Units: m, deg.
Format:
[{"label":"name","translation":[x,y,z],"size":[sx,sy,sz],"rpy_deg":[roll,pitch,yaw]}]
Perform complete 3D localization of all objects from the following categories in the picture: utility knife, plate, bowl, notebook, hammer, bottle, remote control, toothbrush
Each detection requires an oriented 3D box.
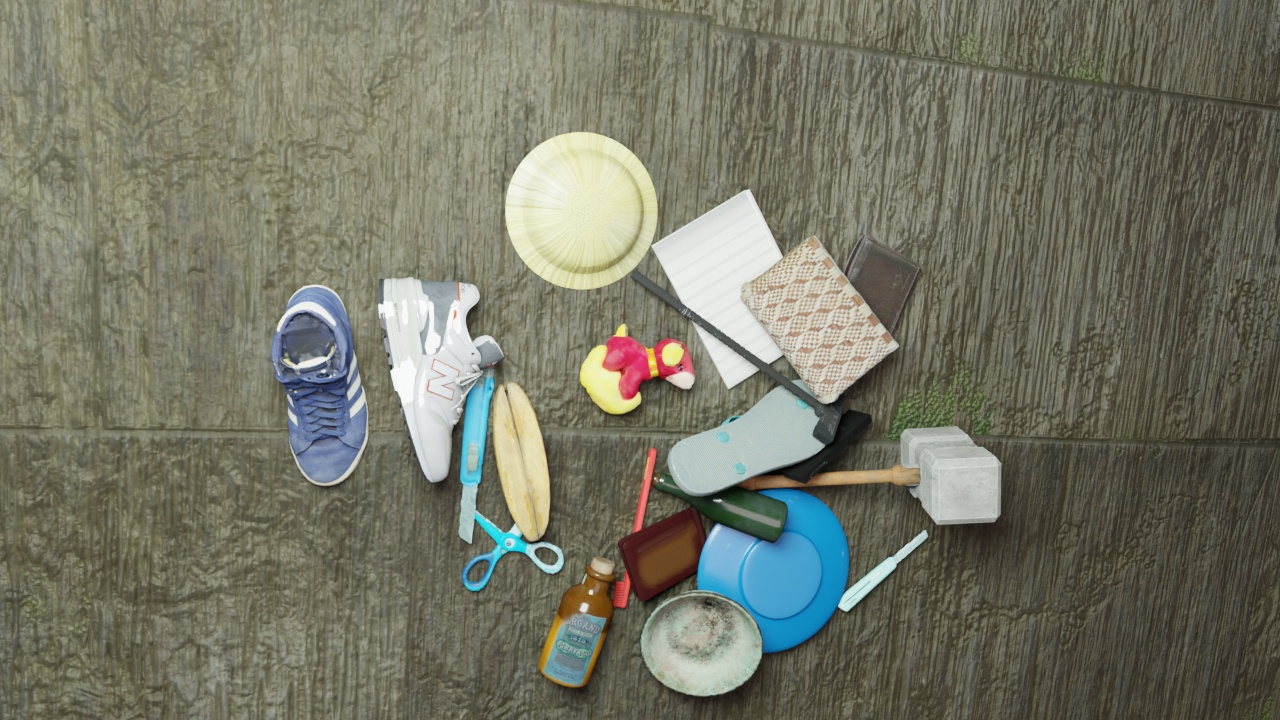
[{"label":"utility knife","translation":[-0.199,0.113,1.101],"size":[0.031,0.015,0.222],"rpy_deg":[6,98,1]},{"label":"utility knife","translation":[0.339,0.293,1.283],"size":[0.166,0.015,0.022],"rpy_deg":[-38,74,-8]},{"label":"plate","translation":[0.184,0.283,1.222],"size":[0.224,0.024,0.224],"rpy_deg":[-2,95,-18]},{"label":"bowl","translation":[0.079,0.358,1.188],"size":[0.157,0.038,0.157],"rpy_deg":[2,109,5]},{"label":"notebook","translation":[0.124,-0.089,1.161],"size":[0.142,0.009,0.210],"rpy_deg":[-31,106,-8]},{"label":"hammer","translation":[0.124,-0.020,1.146],"size":[0.325,0.015,0.094],"rpy_deg":[35,53,-11]},{"label":"hammer","translation":[0.281,0.152,1.193],"size":[0.318,0.162,0.083],"rpy_deg":[-3,100,2]},{"label":"bottle","translation":[-0.071,0.321,1.145],"size":[0.067,0.068,0.157],"rpy_deg":[19,94,-18]},{"label":"remote control","translation":[0.243,0.110,1.185],"size":[0.149,0.034,0.013],"rpy_deg":[-35,121,-31]},{"label":"plate","translation":[-0.063,-0.175,1.080],"size":[0.184,0.036,0.184],"rpy_deg":[-3,100,-15]},{"label":"toothbrush","translation":[-0.009,0.215,1.173],"size":[0.018,0.012,0.212],"rpy_deg":[9,97,-17]},{"label":"bottle","translation":[0.098,0.179,1.170],"size":[0.174,0.055,0.055],"rpy_deg":[20,93,-2]}]

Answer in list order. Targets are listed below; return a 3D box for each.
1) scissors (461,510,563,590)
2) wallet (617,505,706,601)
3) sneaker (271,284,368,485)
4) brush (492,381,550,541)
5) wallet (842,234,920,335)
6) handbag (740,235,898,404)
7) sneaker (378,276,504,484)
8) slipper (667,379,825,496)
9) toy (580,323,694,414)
[{"label":"scissors","translation":[-0.164,0.236,1.134],"size":[0.134,0.011,0.139],"rpy_deg":[44,85,-18]},{"label":"wallet","translation":[0.035,0.249,1.181],"size":[0.115,0.018,0.091],"rpy_deg":[-22,107,-20]},{"label":"sneaker","translation":[-0.345,0.039,0.994],"size":[0.091,0.118,0.233],"rpy_deg":[-2,100,-15]},{"label":"brush","translation":[-0.143,0.121,1.101],"size":[0.059,0.043,0.195],"rpy_deg":[-11,99,-13]},{"label":"wallet","translation":[0.305,-0.091,1.201],"size":[0.099,0.031,0.120],"rpy_deg":[26,90,-20]},{"label":"handbag","translation":[0.222,-0.051,1.153],"size":[0.124,0.047,0.186],"rpy_deg":[-38,92,-6]},{"label":"sneaker","translation":[-0.215,0.014,1.042],"size":[0.124,0.089,0.240],"rpy_deg":[-14,99,-10]},{"label":"slipper","translation":[0.144,0.106,1.148],"size":[0.268,0.055,0.098],"rpy_deg":[-24,71,-33]},{"label":"toy","translation":[-0.007,0.007,1.119],"size":[0.137,0.067,0.105],"rpy_deg":[-16,101,0]}]
